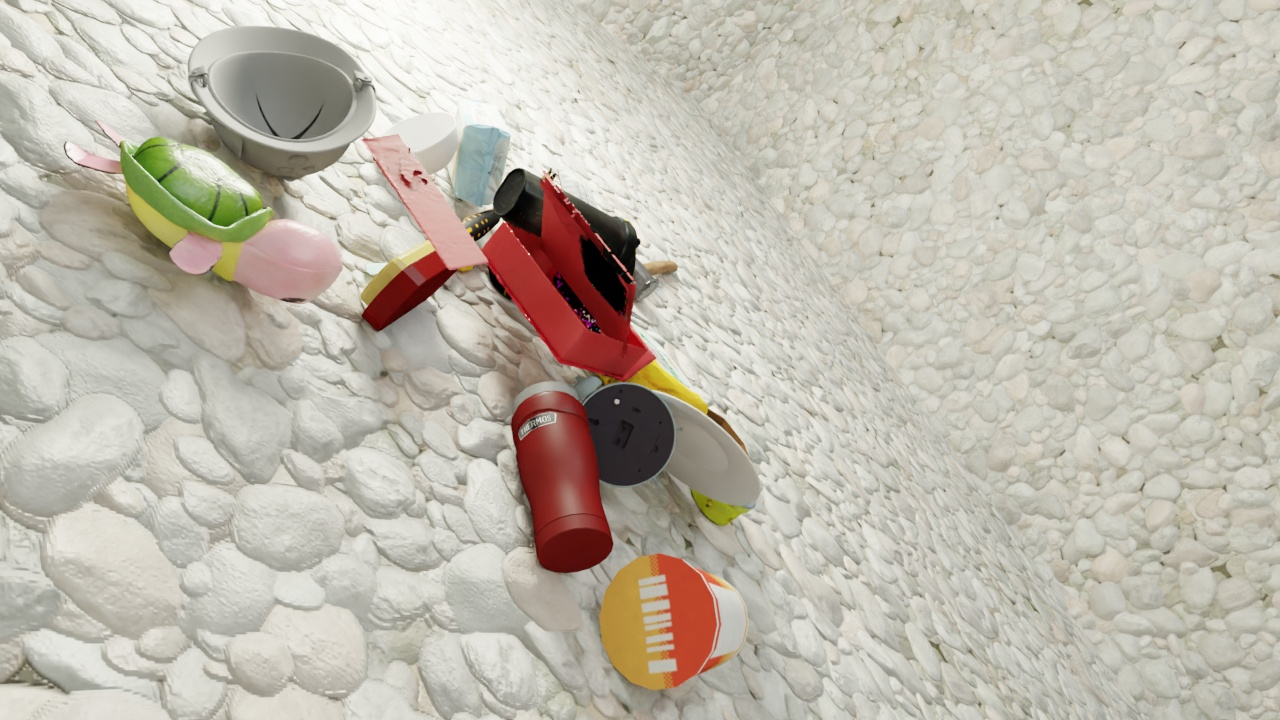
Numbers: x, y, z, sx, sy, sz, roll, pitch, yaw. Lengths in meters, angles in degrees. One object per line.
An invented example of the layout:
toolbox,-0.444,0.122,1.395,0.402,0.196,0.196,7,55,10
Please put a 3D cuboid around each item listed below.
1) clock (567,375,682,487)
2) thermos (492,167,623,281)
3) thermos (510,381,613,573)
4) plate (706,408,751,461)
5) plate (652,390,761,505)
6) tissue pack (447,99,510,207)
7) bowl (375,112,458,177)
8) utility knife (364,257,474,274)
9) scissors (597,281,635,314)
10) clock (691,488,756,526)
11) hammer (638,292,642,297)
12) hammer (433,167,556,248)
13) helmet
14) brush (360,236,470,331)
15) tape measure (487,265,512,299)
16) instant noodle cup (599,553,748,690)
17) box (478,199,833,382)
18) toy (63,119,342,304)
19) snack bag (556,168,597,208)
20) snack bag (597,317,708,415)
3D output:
clock,-0.034,0.082,1.084,0.159,0.122,0.045,25,-5,-8
thermos,-0.093,-0.183,1.258,0.220,0.098,0.098,26,30,-37
thermos,-0.080,0.125,0.972,0.108,0.084,0.198,54,14,-45
plate,0.120,0.128,1.424,0.131,0.025,0.131,40,22,-20
plate,0.066,0.108,1.162,0.208,0.209,0.015,45,64,-8
tissue pack,-0.236,-0.305,1.329,0.070,0.112,0.181,7,26,-19
bowl,-0.298,-0.287,1.251,0.114,0.115,0.051,-105,178,-50
utility knife,-0.266,-0.115,1.121,0.030,0.019,0.224,41,23,10
scissors,-0.068,-0.110,1.322,0.201,0.015,0.204,31,17,-14
clock,0.116,0.178,1.286,0.083,0.057,0.118,40,23,-19
hammer,0.020,-0.174,1.740,0.098,0.052,0.327,50,18,4
hammer,-0.202,-0.203,1.278,0.036,0.123,0.319,49,26,-7
helmet,-0.386,-0.254,0.996,0.183,0.118,0.271,-7,46,-27
brush,-0.250,-0.091,1.009,0.042,0.082,0.173,45,21,-7
tape measure,-0.176,-0.113,1.259,0.061,0.034,0.061,21,36,-49
instant noodle cup,0.043,0.262,0.925,0.121,0.123,0.123,27,28,-58
box,0.038,-0.105,1.214,0.477,0.171,0.214,-18,54,-28
toy,-0.382,-0.130,0.816,0.238,0.088,0.190,36,7,-18
snack bag,-0.085,-0.216,1.410,0.144,0.039,0.130,15,61,-72
snack bag,-0.008,0.007,1.276,0.159,0.068,0.247,38,9,-29
